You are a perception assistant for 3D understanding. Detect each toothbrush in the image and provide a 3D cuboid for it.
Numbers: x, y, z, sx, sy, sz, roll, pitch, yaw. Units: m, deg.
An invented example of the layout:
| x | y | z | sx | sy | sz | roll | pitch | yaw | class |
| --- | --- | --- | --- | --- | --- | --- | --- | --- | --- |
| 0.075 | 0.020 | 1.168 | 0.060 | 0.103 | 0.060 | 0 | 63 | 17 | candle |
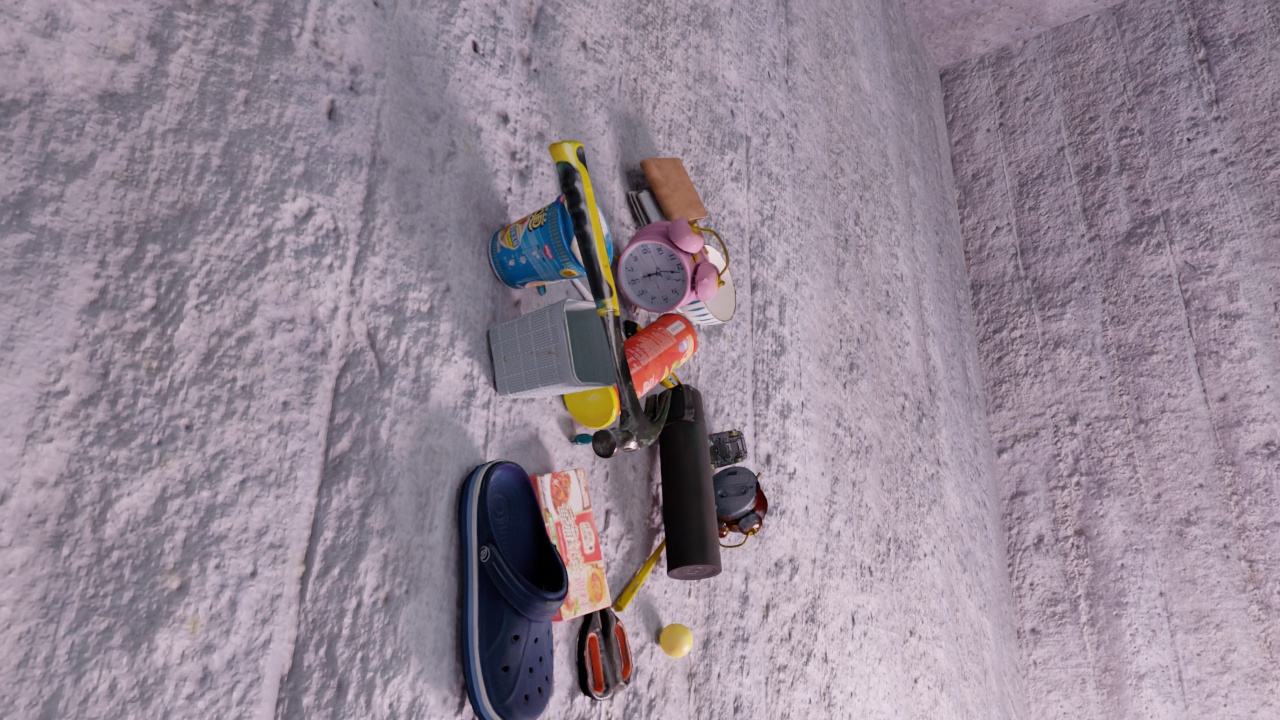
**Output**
| x | y | z | sx | sy | sz | roll | pitch | yaw | class |
| --- | --- | --- | --- | --- | --- | --- | --- | --- | --- |
| -0.030 | 0.092 | 1.126 | 0.191 | 0.018 | 0.016 | 1 | 77 | -60 | toothbrush |
| -0.063 | -0.082 | 1.137 | 0.180 | 0.016 | 0.016 | 52 | 41 | -34 | toothbrush |
| 0.012 | 0.244 | 1.128 | 0.016 | 0.016 | 0.189 | 62 | 34 | -13 | toothbrush |

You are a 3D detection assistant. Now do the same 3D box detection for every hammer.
| x | y | z | sx | sy | sz | roll | pitch | yaw | class |
| --- | --- | --- | --- | --- | --- | --- | --- | --- | --- |
| -0.037 | -0.067 | 0.942 | 0.126 | 0.032 | 0.323 | -9 | 85 | -59 | hammer |

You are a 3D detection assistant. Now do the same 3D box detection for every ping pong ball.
| x | y | z | sx | sy | sz | roll | pitch | yaw | class |
| --- | --- | --- | --- | --- | --- | --- | --- | --- | --- |
| 0.043 | 0.340 | 1.115 | 0.040 | 0.040 | 0.040 | 29 | 55 | -50 | ping pong ball |

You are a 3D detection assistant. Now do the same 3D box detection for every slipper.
| x | y | z | sx | sy | sz | roll | pitch | yaw | class |
| --- | --- | --- | --- | --- | --- | --- | --- | --- | --- |
| -0.111 | 0.216 | 0.872 | 0.105 | 0.095 | 0.252 | 15 | 62 | -52 | slipper |

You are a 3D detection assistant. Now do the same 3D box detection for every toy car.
| x | y | z | sx | sy | sz | roll | pitch | yaw | class |
| --- | --- | --- | --- | --- | --- | --- | --- | --- | --- |
| 0.105 | 0.128 | 1.295 | 0.120 | 0.045 | 0.053 | -2 | 77 | -52 | toy car |

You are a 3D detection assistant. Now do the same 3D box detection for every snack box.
| x | y | z | sx | sy | sz | roll | pitch | yaw | class |
| --- | --- | --- | --- | --- | --- | --- | --- | --- | --- |
| -0.078 | 0.195 | 0.979 | 0.075 | 0.026 | 0.153 | -2 | 77 | -49 | snack box |

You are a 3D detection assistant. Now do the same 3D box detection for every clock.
| x | y | z | sx | sy | sz | roll | pitch | yaw | class |
| --- | --- | --- | --- | --- | --- | --- | --- | --- | --- |
| 0.042 | -0.123 | 1.187 | 0.117 | 0.159 | 0.059 | 66 | 30 | -13 | clock |
| 0.132 | 0.205 | 1.273 | 0.055 | 0.082 | 0.121 | 56 | 34 | -40 | clock |

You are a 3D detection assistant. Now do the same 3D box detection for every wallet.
| x | y | z | sx | sy | sz | roll | pitch | yaw | class |
| --- | --- | --- | --- | --- | --- | --- | --- | --- | --- |
| 0.050 | -0.245 | 1.319 | 0.115 | 0.020 | 0.101 | -23 | 88 | -59 | wallet |
| 0.038 | -0.204 | 1.327 | 0.129 | 0.037 | 0.106 | -22 | 87 | -57 | wallet |

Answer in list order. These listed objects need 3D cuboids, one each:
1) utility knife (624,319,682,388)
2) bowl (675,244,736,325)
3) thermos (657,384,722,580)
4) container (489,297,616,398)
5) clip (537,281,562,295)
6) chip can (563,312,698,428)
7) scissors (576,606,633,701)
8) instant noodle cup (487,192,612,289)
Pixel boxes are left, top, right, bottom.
| x | y | z | sx | sy | sz | roll | pitch | yaw | class |
| --- | --- | --- | --- | --- | --- | --- | --- | --- | --- |
| 0.028 | 0.007 | 1.248 | 0.176 | 0.015 | 0.033 | 51 | 42 | -35 | utility knife |
| 0.083 | -0.104 | 1.331 | 0.116 | 0.066 | 0.116 | 30 | 53 | -49 | bowl |
| 0.058 | 0.148 | 1.162 | 0.090 | 0.068 | 0.242 | 93 | -7 | -63 | thermos |
| -0.092 | -0.008 | 0.970 | 0.090 | 0.112 | 0.090 | 3 | 76 | -57 | container |
| -0.112 | -0.106 | 1.064 | 0.013 | 0.034 | 0.055 | -7 | 67 | -59 | clip |
| -0.007 | 0.007 | 1.123 | 0.215 | 0.073 | 0.073 | -37 | 110 | -51 | chip can |
| -0.056 | 0.258 | 1.008 | 0.139 | 0.022 | 0.235 | -37 | 110 | -56 | scissors |
| -0.102 | -0.125 | 1.002 | 0.099 | 0.110 | 0.099 | 30 | 53 | -51 | instant noodle cup |
